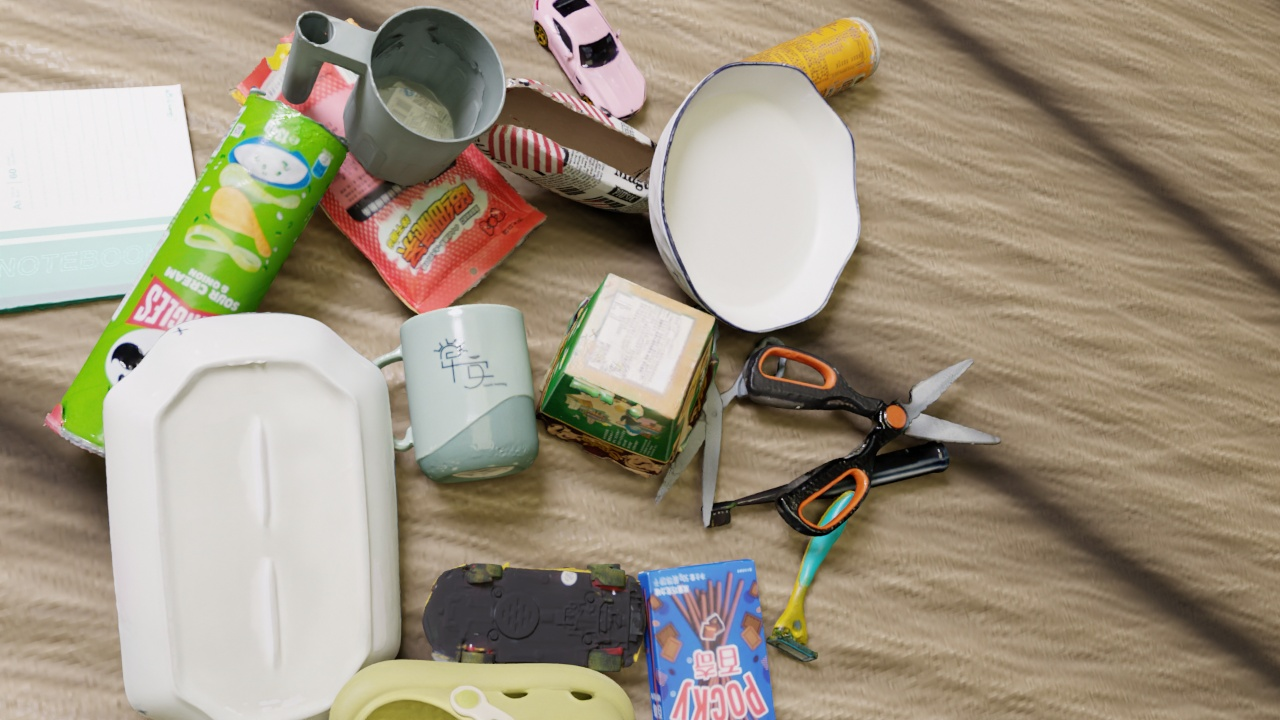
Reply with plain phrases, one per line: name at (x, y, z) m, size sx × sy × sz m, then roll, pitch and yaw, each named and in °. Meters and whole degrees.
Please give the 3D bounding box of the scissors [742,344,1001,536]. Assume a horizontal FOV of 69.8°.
scissors at (0.177, 0.055, 0.717) m, size 0.221 × 0.022 × 0.223 m, roll 29°, pitch 66°, yaw -7°

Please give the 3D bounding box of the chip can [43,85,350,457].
chip can at (-0.268, -0.050, 0.565) m, size 0.072 × 0.072 × 0.235 m, roll 28°, pitch 81°, yaw -10°

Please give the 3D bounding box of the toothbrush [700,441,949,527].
toothbrush at (0.146, 0.097, 0.717) m, size 0.212 × 0.026 × 0.027 m, roll -11°, pitch 100°, yaw -18°

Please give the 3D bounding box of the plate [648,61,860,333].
plate at (0.088, -0.125, 0.709) m, size 0.204 × 0.046 × 0.205 m, roll -3°, pitch 95°, yaw -35°

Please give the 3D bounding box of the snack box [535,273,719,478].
snack box at (-0.004, 0.004, 0.637) m, size 0.118 × 0.106 × 0.117 m, roll 23°, pitch 69°, yaw 0°

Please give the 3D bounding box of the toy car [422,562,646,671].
toy car at (-0.069, 0.171, 0.616) m, size 0.155 × 0.041 × 0.071 m, roll 7°, pitch 74°, yaw -19°

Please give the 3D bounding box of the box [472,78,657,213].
box at (-0.050, -0.138, 0.667) m, size 0.163 × 0.074 × 0.079 m, roll 14°, pitch 58°, yaw -46°

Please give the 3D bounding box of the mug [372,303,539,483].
mug at (-0.127, 0.026, 0.616) m, size 0.111 × 0.082 × 0.106 m, roll -7°, pitch 79°, yaw -8°

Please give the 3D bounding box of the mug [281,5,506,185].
mug at (-0.160, -0.169, 0.580) m, size 0.123 × 0.104 × 0.083 m, roll 15°, pitch 77°, yaw -25°

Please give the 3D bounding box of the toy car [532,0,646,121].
toy car at (-0.040, -0.249, 0.741) m, size 0.056 × 0.037 × 0.122 m, roll -33°, pitch 89°, yaw -21°

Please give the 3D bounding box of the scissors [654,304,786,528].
scissors at (0.057, 0.033, 0.706) m, size 0.159 × 0.014 × 0.172 m, roll -20°, pitch 81°, yaw -24°

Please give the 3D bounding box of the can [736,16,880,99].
can at (0.135, -0.245, 0.785) m, size 0.145 × 0.058 × 0.058 m, roll -29°, pitch 86°, yaw -23°

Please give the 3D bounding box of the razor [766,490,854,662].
razor at (0.134, 0.158, 0.694) m, size 0.043 × 0.028 × 0.132 m, roll 32°, pitch 72°, yaw -23°

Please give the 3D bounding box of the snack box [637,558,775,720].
snack box at (0.049, 0.224, 0.650) m, size 0.084 × 0.026 × 0.157 m, roll -2°, pitch 77°, yaw -20°

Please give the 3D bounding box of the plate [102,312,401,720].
plate at (-0.221, 0.105, 0.542) m, size 0.161 × 0.034 × 0.266 m, roll -3°, pitch 95°, yaw -27°

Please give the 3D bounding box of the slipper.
slipper at (-0.092, 0.237, 0.555) m, size 0.190 × 0.081 × 0.092 m, roll 14°, pitch 111°, yaw -19°

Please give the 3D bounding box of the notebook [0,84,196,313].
notebook at (-0.401, -0.105, 0.596) m, size 0.208 × 0.012 × 0.150 m, roll -10°, pitch 80°, yaw -21°

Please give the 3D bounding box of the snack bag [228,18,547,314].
snack bag at (-0.178, -0.139, 0.654) m, size 0.208 × 0.073 × 0.128 m, roll 48°, pitch 65°, yaw -7°
